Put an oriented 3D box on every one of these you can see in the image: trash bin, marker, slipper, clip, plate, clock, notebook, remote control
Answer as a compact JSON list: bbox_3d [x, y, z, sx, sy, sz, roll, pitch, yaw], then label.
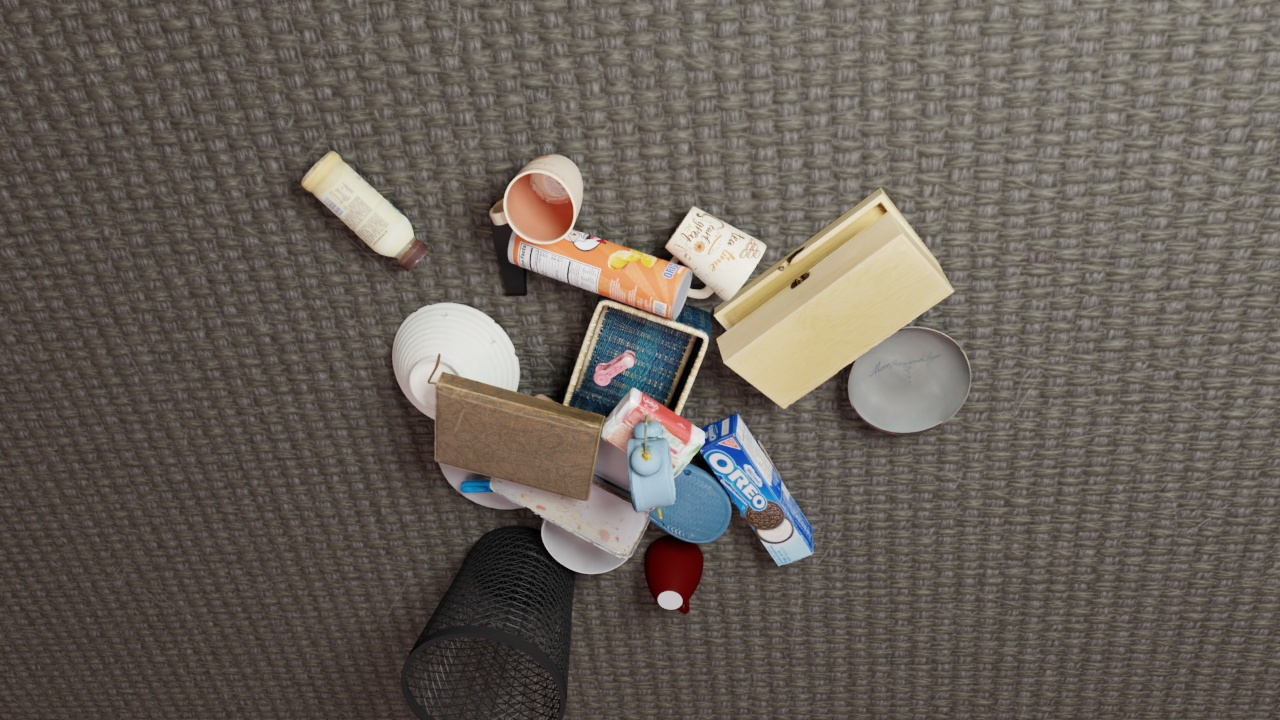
[{"bbox_3d":[-0.192,0.374,1.293,0.217,0.242,0.217,3,119,5],"label":"trash bin"},{"bbox_3d":[-0.194,0.177,1.291,0.123,0.015,0.018,-3,118,7],"label":"marker"},{"bbox_3d":[0.030,0.168,1.260,0.214,0.059,0.104,30,111,6],"label":"slipper"},{"bbox_3d":[-0.031,0.006,1.117,0.059,0.038,0.022,-28,109,21],"label":"clip"},{"bbox_3d":[-0.198,0.134,1.289,0.173,0.019,0.173,3,119,5],"label":"plate"},{"bbox_3d":[0.011,0.124,1.093,0.052,0.088,0.125,-6,122,5],"label":"clock"},{"bbox_3d":[-0.155,0.083,1.136,0.215,0.034,0.191,15,133,3],"label":"notebook"},{"bbox_3d":[-0.162,-0.136,1.138,0.039,0.010,0.125,0,120,7],"label":"remote control"}]

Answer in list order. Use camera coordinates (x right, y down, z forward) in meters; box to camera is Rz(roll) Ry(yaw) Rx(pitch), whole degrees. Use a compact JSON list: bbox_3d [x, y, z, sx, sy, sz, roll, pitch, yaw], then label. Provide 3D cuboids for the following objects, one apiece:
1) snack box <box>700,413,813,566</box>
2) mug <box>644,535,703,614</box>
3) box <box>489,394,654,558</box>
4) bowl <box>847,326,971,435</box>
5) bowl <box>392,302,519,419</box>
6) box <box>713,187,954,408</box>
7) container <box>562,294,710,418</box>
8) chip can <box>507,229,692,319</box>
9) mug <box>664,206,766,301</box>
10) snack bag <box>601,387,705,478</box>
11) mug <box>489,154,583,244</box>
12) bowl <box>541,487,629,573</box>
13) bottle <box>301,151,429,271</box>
[{"bbox_3d":[0.161,0.178,1.249,0.059,0.059,0.226,-24,114,23],"label":"snack box"},{"bbox_3d":[0.050,0.325,1.326,0.087,0.088,0.114,-14,116,14],"label":"mug"},{"bbox_3d":[-0.080,0.157,1.221,0.216,0.058,0.154,26,105,3],"label":"box"},{"bbox_3d":[0.329,0.016,1.138,0.151,0.056,0.151,3,119,5],"label":"bowl"},{"bbox_3d":[-0.251,0.019,1.189,0.177,0.070,0.177,4,113,9],"label":"bowl"},{"bbox_3d":[0.223,-0.073,1.093,0.249,0.122,0.140,-37,132,24],"label":"box"},{"bbox_3d":[-0.007,0.007,1.164,0.145,0.071,0.188,19,120,-4],"label":"container"},{"bbox_3d":[-0.048,-0.111,1.082,0.210,0.062,0.062,20,120,11],"label":"chip can"},{"bbox_3d":[0.076,-0.119,1.093,0.097,0.080,0.122,34,139,-4],"label":"mug"},{"bbox_3d":[0.014,0.092,1.146,0.116,0.036,0.077,32,119,-12],"label":"snack bag"},{"bbox_3d":[-0.119,-0.187,1.052,0.112,0.104,0.085,-17,115,16],"label":"mug"},{"bbox_3d":[-0.070,0.231,1.301,0.132,0.064,0.132,3,119,5],"label":"bowl"},{"bbox_3d":[-0.329,-0.177,1.109,0.057,0.056,0.162,-38,109,24],"label":"bottle"}]
